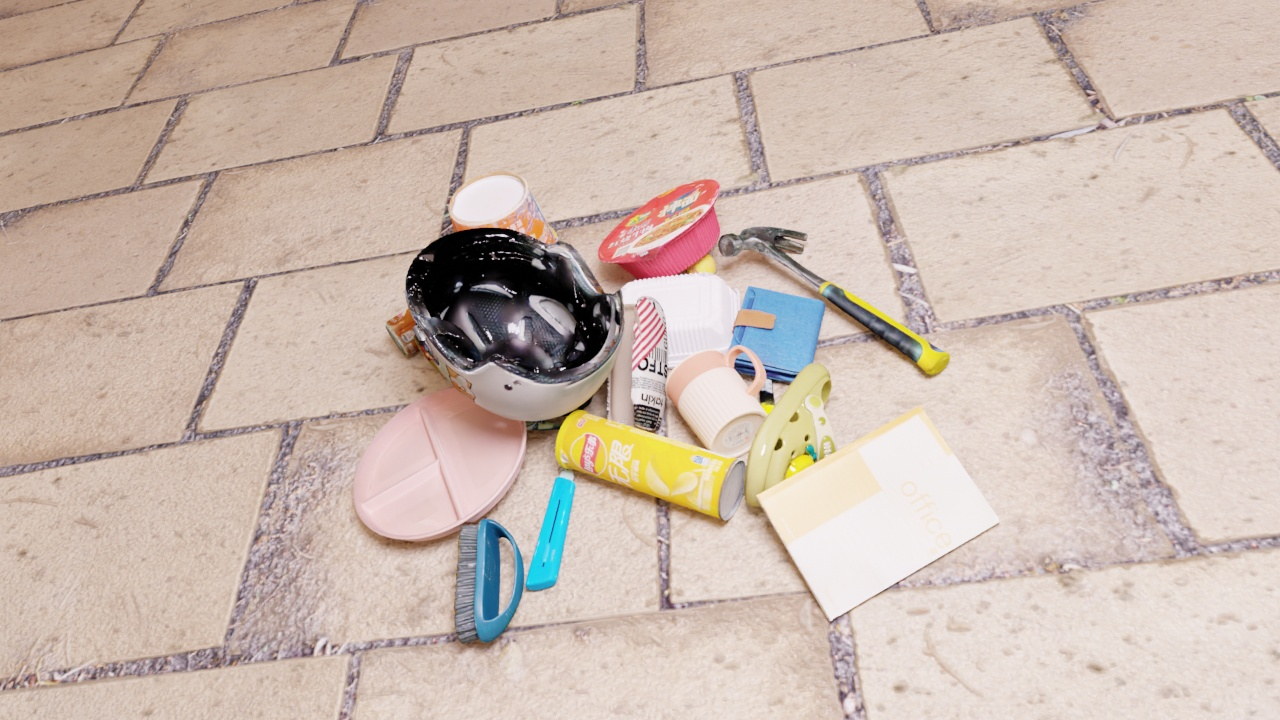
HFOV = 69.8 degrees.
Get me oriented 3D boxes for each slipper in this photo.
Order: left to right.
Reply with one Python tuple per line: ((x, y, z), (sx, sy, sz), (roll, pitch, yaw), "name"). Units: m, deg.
((0.179, 0.083, 1.009), (0.082, 0.092, 0.190), (20, 55, 25), "slipper")

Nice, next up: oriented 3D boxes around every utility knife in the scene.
((-0.098, 0.187, 1.041), (0.034, 0.018, 0.159), (-2, 47, 15), "utility knife")

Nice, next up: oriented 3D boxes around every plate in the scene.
((-0.241, 0.123, 1.117), (0.230, 0.028, 0.229), (-13, 44, 13), "plate")

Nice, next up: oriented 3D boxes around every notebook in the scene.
((0.243, 0.153, 0.943), (0.206, 0.010, 0.146), (-27, 71, -9), "notebook")

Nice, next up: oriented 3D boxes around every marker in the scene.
((0.152, 0.045, 1.102), (0.018, 0.015, 0.123), (-4, 45, 6), "marker")

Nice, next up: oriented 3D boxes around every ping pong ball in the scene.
((0.083, -0.127, 1.256), (0.040, 0.040, 0.040), (-8, 47, 9), "ping pong ball")

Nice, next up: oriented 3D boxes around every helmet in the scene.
((-0.148, -0.027, 1.098), (0.274, 0.157, 0.229), (33, 51, 28), "helmet")

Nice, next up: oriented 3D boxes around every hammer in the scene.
((0.250, -0.084, 1.155), (0.125, 0.032, 0.323), (-19, 46, -39), "hammer")

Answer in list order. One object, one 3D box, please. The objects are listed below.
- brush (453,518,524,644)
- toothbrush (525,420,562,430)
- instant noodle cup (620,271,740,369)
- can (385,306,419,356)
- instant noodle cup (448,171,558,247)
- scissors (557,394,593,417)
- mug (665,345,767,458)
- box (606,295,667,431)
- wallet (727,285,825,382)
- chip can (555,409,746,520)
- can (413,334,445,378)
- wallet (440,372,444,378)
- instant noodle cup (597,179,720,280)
((-0.162, 0.234, 0.990), (0.073, 0.055, 0.143), (-12, 46, 7), "brush")
((-0.130, 0.079, 1.147), (0.192, 0.018, 0.016), (1, 48, 16), "toothbrush")
((0.041, -0.057, 1.193), (0.173, 0.060, 0.137), (-7, 48, 12), "instant noodle cup")
((-0.283, -0.067, 1.293), (0.147, 0.058, 0.058), (-34, 49, -15), "can")
((-0.208, -0.199, 1.354), (0.151, 0.111, 0.151), (-8, 47, 9), "instant noodle cup")
((-0.131, 0.013, 1.206), (0.185, 0.019, 0.129), (17, 55, 26), "scissors")
((0.099, 0.041, 1.061), (0.115, 0.081, 0.106), (-49, 48, 17), "mug")
((-0.009, 0.007, 1.115), (0.088, 0.076, 0.162), (-9, 77, 36), "box")
((0.169, -0.034, 1.143), (0.106, 0.040, 0.132), (13, 49, 11), "wallet")
((0.010, 0.116, 1.038), (0.214, 0.072, 0.071), (14, 54, 26), "chip can")
((-0.239, -0.037, 1.242), (0.111, 0.075, 0.075), (-39, 51, -20), "can")
((-0.203, -0.039, 1.194), (0.131, 0.031, 0.107), (-10, 76, -16), "wallet")
((0.037, -0.169, 1.258), (0.194, 0.066, 0.193), (-27, 24, 13), "instant noodle cup")
